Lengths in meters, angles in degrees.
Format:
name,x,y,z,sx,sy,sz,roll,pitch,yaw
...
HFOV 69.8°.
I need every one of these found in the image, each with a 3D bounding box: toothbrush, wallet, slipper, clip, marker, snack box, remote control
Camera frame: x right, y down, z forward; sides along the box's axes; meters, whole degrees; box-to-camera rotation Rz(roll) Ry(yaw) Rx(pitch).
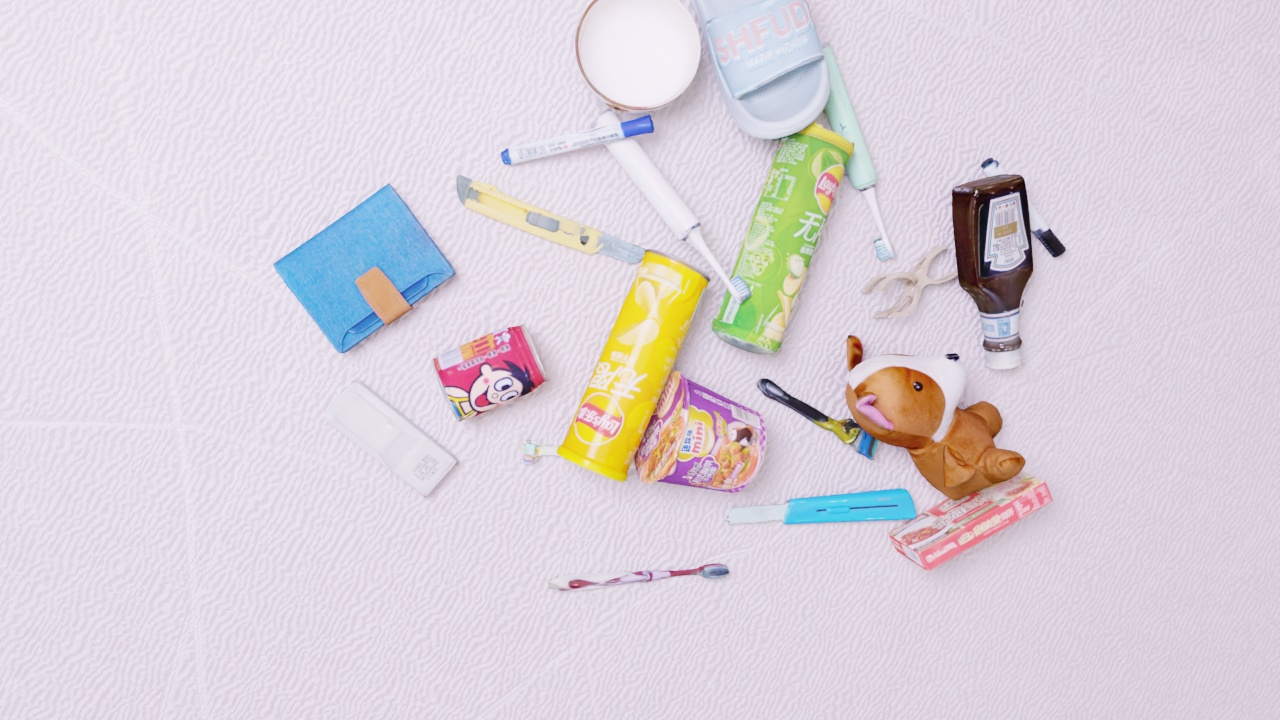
name,x,y,z,sx,sy,sz,roll,pitch,yaw
toothbrush,-0.024,0.101,0.915,0.189,0.020,0.029,8,121,-12
wallet,-0.253,-0.083,0.846,0.133,0.040,0.106,-36,97,-3
toothbrush,0.213,-0.206,0.913,0.027,0.026,0.224,-18,102,25
slipper,0.102,-0.323,0.838,0.104,0.074,0.245,-23,87,-6
clip,0.270,-0.089,0.934,0.104,0.035,0.081,-44,102,-7
marker,-0.059,-0.203,0.851,0.146,0.016,0.017,-10,99,11
marker,0.398,-0.158,0.952,0.018,0.022,0.130,-43,103,4
snack box,0.342,0.163,0.956,0.153,0.075,0.025,-28,99,-5
toothbrush,0.000,0.223,0.935,0.187,0.017,0.016,-3,97,-10
toothbrush,0.029,-0.143,0.861,0.026,0.027,0.221,-38,86,0
remote control,-0.238,0.074,0.874,0.125,0.024,0.049,41,90,-13

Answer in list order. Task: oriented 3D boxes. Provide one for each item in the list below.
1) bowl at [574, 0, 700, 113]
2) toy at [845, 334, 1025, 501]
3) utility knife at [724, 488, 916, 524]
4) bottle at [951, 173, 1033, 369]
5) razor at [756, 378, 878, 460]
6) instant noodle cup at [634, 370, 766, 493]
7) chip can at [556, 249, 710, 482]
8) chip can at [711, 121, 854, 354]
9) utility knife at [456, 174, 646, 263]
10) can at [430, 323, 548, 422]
name,x,y,z,sx,sy,sz,roll,pitch,yaw
bowl,-0.006,-0.280,0.845,0.113,0.062,0.113,0,91,-8
toy,0.285,0.052,0.909,0.199,0.140,0.131,30,114,-12
utility knife,0.189,0.157,0.959,0.206,0.018,0.034,-3,98,-8
bottle,0.362,-0.087,0.936,0.079,0.044,0.195,-17,107,-17
razor,0.180,0.056,0.943,0.142,0.022,0.042,27,58,-8
instant noodle cup,0.060,0.077,0.887,0.099,0.111,0.111,19,94,-21
chip can,-0.005,0.005,0.868,0.072,0.072,0.213,24,87,-12
chip can,0.135,-0.115,0.888,0.072,0.072,0.221,20,94,-11
utility knife,-0.086,-0.131,0.881,0.194,0.020,0.031,19,100,-16
can,-0.140,0.010,0.860,0.093,0.066,0.066,-24,100,-6
